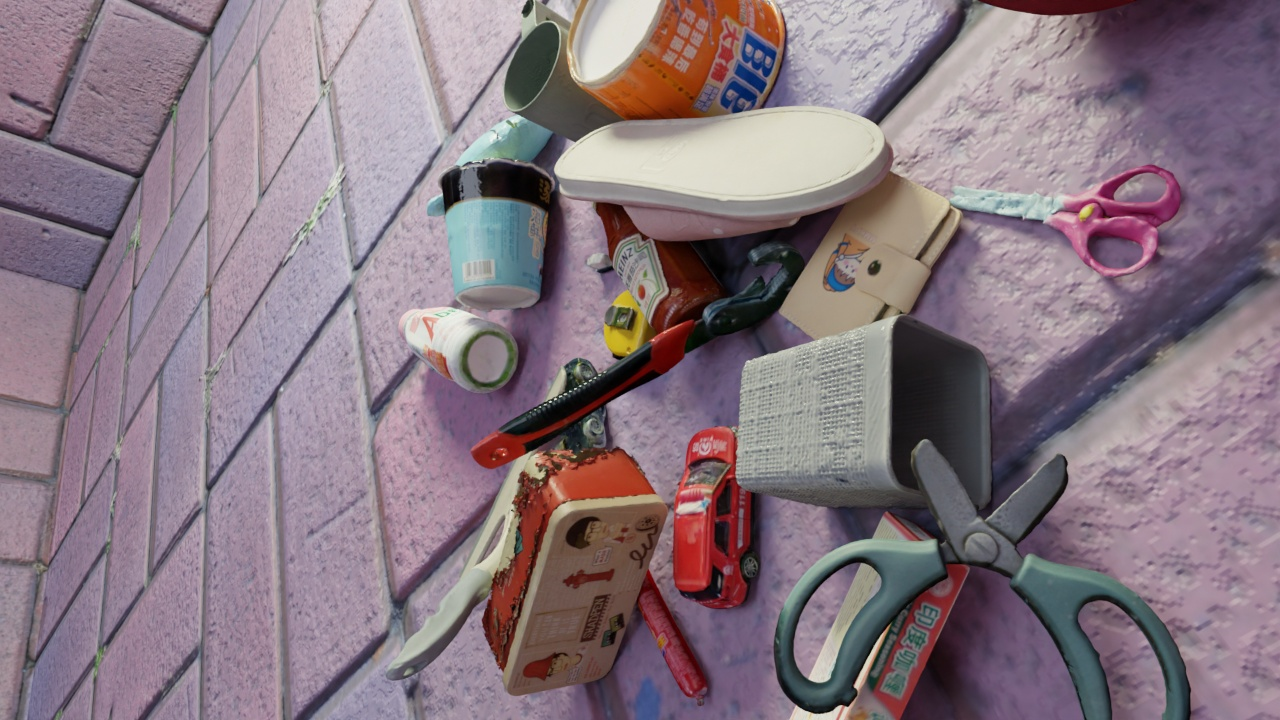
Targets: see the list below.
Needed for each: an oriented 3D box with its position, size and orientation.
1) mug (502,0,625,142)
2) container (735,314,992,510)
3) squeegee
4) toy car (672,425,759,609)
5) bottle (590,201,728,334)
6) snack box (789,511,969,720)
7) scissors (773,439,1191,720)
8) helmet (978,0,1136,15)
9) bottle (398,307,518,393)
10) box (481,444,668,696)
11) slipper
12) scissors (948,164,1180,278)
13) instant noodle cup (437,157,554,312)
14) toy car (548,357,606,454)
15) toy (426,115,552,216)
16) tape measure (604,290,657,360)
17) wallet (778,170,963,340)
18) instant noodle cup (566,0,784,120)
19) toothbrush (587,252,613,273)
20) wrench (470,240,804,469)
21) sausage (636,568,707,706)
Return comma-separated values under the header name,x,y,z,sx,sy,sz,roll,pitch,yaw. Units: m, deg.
name,x,y,z,sx,sy,sz,roll,pitch,yaw
mug,-0.059,-0.256,0.826,0.084,0.103,0.123,-30,53,39
container,0.119,0.036,0.512,0.115,0.090,0.090,-14,64,49
squeegee,-0.122,0.156,0.687,0.247,0.039,0.246,-62,1,25
toy car,0.049,0.100,0.604,0.053,0.045,0.120,-15,62,44
bottle,-0.001,-0.096,0.710,0.060,0.059,0.206,-50,50,24
snack box,0.116,0.161,0.480,0.077,0.027,0.156,-80,13,-85
scissors,0.149,0.129,0.419,0.170,0.019,0.173,-38,79,14
helmet,0.236,-0.278,0.462,0.207,0.144,0.239,16,73,51
bottle,-0.191,-0.019,0.921,0.197,0.068,0.068,19,90,56
box,-0.055,0.142,0.642,0.079,0.091,0.169,49,130,47
slipper,0.048,-0.128,0.643,0.275,0.054,0.114,11,52,41
scissors,0.222,-0.086,0.498,0.135,0.017,0.063,33,101,54
instant noodle cup,-0.135,-0.113,0.867,0.111,0.111,0.120,-16,72,46
toy car,-0.048,0.042,0.748,0.043,0.034,0.090,-36,50,32
toy,-0.151,-0.200,0.927,0.161,0.050,0.156,-38,5,-12
tape measure,-0.007,-0.029,0.732,0.057,0.029,0.060,6,80,51
wallet,0.142,-0.059,0.574,0.115,0.024,0.087,-58,42,13
instant noodle cup,0.021,-0.248,0.722,0.152,0.111,0.151,-23,58,43
toothbrush,0.020,-0.098,0.741,0.182,0.018,0.015,-13,62,45
wrench,-0.004,0.004,0.642,0.274,0.056,0.016,-33,47,12
sausage,0.009,0.173,0.640,0.020,0.020,0.155,-54,42,20
